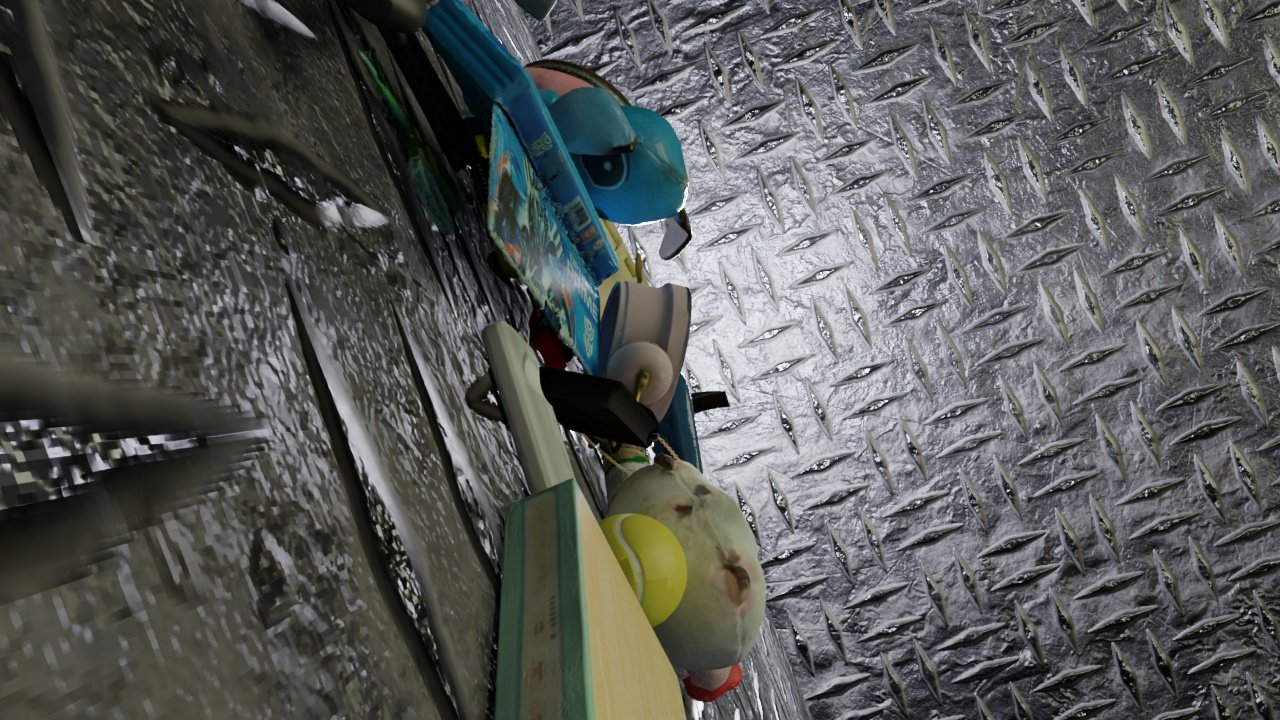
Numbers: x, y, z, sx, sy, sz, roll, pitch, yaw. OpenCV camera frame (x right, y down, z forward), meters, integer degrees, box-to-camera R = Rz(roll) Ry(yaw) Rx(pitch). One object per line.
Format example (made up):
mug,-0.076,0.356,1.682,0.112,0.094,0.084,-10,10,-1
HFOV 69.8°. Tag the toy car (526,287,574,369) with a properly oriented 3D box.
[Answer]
toy car,-0.074,-0.029,0.715,0.089,0.025,0.038,-108,174,-53

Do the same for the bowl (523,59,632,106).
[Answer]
bowl,-0.083,-0.211,0.934,0.093,0.160,0.160,-62,146,-27

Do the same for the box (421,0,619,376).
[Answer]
box,-0.060,-0.105,0.622,0.243,0.060,0.175,61,8,-65

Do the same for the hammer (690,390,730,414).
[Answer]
hammer,0.051,0.157,0.884,0.329,0.120,0.033,-98,167,-47

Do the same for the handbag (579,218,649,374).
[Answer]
handbag,-0.045,-0.068,0.880,0.190,0.088,0.233,-79,147,-76

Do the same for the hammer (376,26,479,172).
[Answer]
hammer,-0.174,-0.250,0.512,0.133,0.033,0.333,-110,175,-55

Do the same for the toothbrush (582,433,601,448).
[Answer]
toothbrush,-0.005,0.022,0.819,0.017,0.014,0.187,56,37,-12

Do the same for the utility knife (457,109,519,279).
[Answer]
utility knife,-0.117,-0.139,0.726,0.020,0.029,0.174,70,-2,-63

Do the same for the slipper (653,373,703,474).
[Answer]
slipper,0.021,0.107,0.813,0.104,0.059,0.213,124,-33,-65

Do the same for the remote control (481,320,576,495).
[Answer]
remote control,-0.060,0.040,0.537,0.050,0.022,0.133,56,12,-68

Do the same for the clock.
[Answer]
clock,-0.004,0.004,0.734,0.117,0.059,0.157,114,-14,-48

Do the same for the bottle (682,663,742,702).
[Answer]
bottle,0.036,0.200,0.721,0.134,0.048,0.071,69,-20,-5

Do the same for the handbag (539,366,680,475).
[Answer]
handbag,-0.005,0.061,0.650,0.178,0.084,0.027,51,57,-47

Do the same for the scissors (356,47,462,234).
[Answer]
scissors,-0.135,-0.126,0.543,0.127,0.011,0.123,63,4,-49

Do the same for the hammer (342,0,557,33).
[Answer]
hammer,-0.114,-0.221,0.510,0.125,0.030,0.310,34,22,-15

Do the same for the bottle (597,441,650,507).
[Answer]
bottle,-0.010,0.099,0.750,0.109,0.043,0.043,-103,169,-58

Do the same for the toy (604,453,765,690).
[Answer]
toy,0.024,0.153,0.614,0.138,0.101,0.180,55,-24,37

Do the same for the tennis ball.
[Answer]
tennis ball,-0.007,0.119,0.514,0.065,0.065,0.065,-21,89,-86

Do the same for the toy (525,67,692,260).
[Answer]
toy,-0.033,-0.175,0.779,0.191,0.099,0.224,39,2,31

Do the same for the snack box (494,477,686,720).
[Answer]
snack box,-0.012,0.159,0.387,0.193,0.044,0.141,-104,170,-65
